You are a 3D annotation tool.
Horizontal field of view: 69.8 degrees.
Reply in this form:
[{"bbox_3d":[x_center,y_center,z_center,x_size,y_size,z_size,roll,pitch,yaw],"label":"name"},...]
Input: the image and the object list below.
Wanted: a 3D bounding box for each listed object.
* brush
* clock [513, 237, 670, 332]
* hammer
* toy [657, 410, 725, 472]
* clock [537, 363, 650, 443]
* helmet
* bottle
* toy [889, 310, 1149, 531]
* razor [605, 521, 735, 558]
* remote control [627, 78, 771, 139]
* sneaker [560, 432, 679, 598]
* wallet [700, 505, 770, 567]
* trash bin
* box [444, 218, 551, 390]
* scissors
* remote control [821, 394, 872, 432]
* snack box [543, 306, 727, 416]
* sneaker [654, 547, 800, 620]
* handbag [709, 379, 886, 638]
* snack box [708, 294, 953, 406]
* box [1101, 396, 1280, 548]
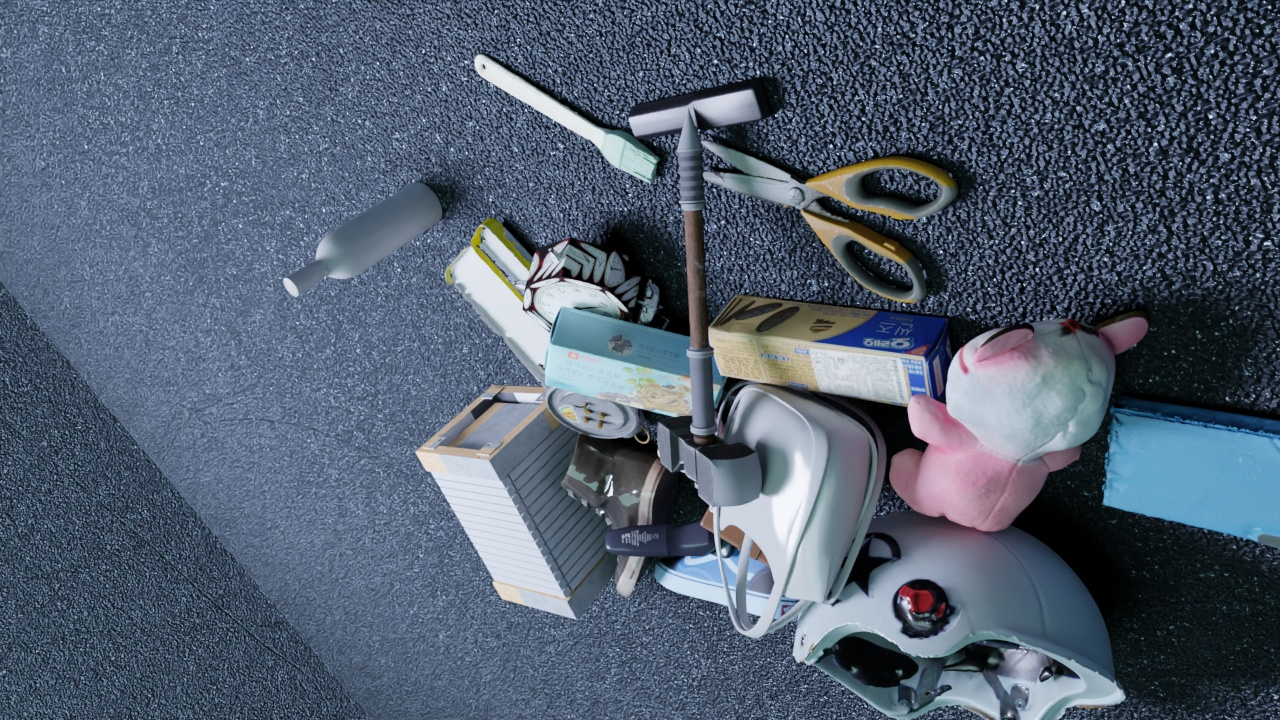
[{"bbox_3d":[-0.072,-0.227,0.847,0.218,0.012,0.033,34,140,16],"label":"brush"},{"bbox_3d":[-0.041,-0.066,0.920,0.154,0.064,0.115,26,147,-23],"label":"clock"},{"bbox_3d":[0.049,-0.045,0.782,0.156,0.043,0.322,-149,53,-68],"label":"hammer"},{"bbox_3d":[0.066,0.089,0.970,0.093,0.050,0.103,34,135,14],"label":"toy"},{"bbox_3d":[-0.040,0.049,1.007,0.104,0.056,0.148,-18,133,40],"label":"clock"},{"bbox_3d":[0.273,0.215,0.800,0.265,0.163,0.236,-16,139,42],"label":"helmet"},{"bbox_3d":[-0.302,-0.128,0.996,0.052,0.194,0.053,25,138,25],"label":"bottle"},{"bbox_3d":[0.278,0.046,0.687,0.142,0.084,0.214,4,134,-10],"label":"toy"},{"bbox_3d":[0.032,0.198,1.013,0.143,0.047,0.052,-2,152,2],"label":"razor"},{"bbox_3d":[0.044,-0.204,0.757,0.137,0.015,0.032,2,125,42],"label":"remote control"},{"bbox_3d":[-0.030,0.186,1.105,0.120,0.095,0.235,23,137,19],"label":"sneaker"},{"bbox_3d":[0.134,0.167,0.967,0.121,0.087,0.013,29,-179,21],"label":"wallet"},{"bbox_3d":[-0.135,0.173,1.156,0.143,0.142,0.247,0,124,42],"label":"trash bin"},{"bbox_3d":[-0.124,-0.054,1.032,0.209,0.038,0.130,47,135,-3],"label":"box"},{"bbox_3d":[0.143,-0.118,0.742,0.226,0.016,0.162,15,132,34],"label":"scissors"},{"bbox_3d":[0.168,0.059,0.883,0.125,0.009,0.046,-18,110,49],"label":"remote control"},{"bbox_3d":[-0.005,0.005,0.904,0.174,0.053,0.075,13,144,-1],"label":"snack box"},{"bbox_3d":[0.104,0.231,1.067,0.242,0.083,0.098,-6,76,58],"label":"sneaker"},{"bbox_3d":[0.122,0.138,0.827,0.216,0.095,0.223,-141,62,-63],"label":"handbag"},{"bbox_3d":[0.161,-0.011,0.792,0.207,0.057,0.056,9,133,37],"label":"snack box"},{"bbox_3d":[0.444,0.087,0.624,0.232,0.048,0.093,12,130,36],"label":"box"}]
